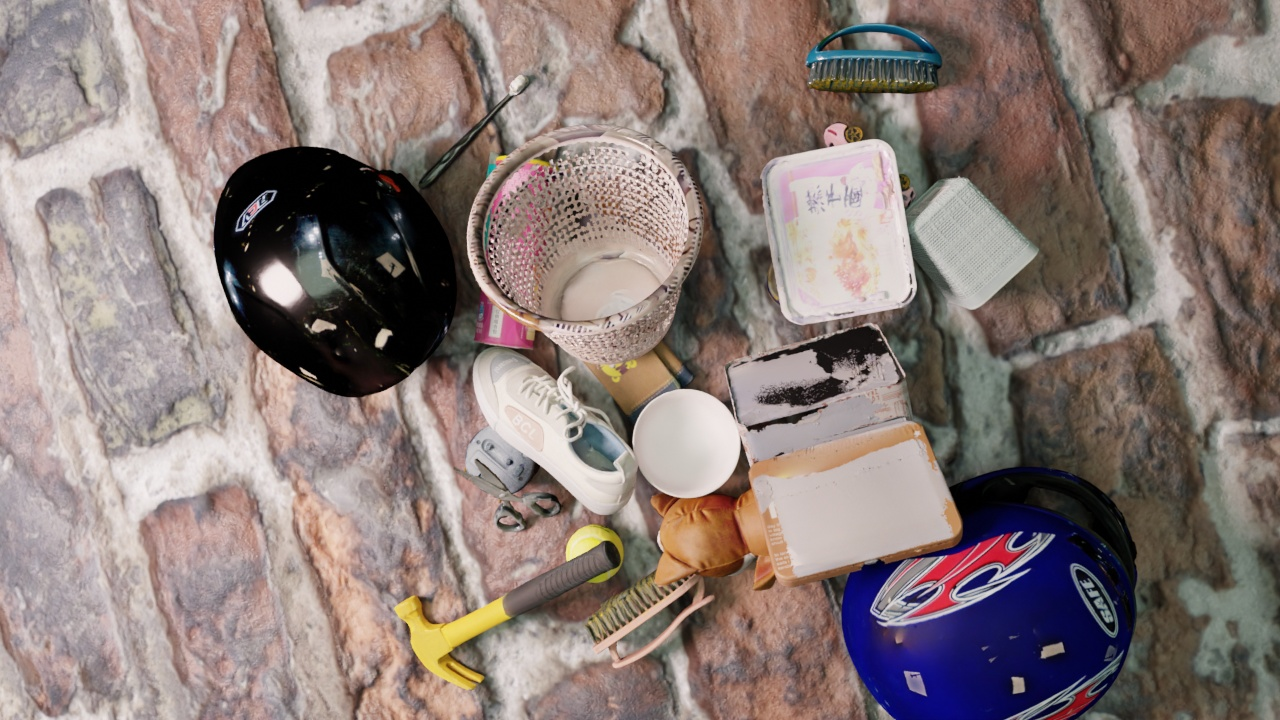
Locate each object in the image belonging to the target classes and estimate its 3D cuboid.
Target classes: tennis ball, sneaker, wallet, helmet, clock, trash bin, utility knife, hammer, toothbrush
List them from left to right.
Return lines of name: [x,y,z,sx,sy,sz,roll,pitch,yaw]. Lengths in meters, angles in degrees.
helmet: [-0.324,-0.091,0.988,0.233,0.230,0.274,-41,125,7]
toothbrush: [-0.196,-0.266,1.071,0.181,0.018,0.015,-44,89,8]
utility knife: [-0.171,-0.167,1.073,0.029,0.013,0.151,7,95,10]
hammer: [-0.147,0.278,1.040,0.301,0.032,0.129,-32,88,24]
clock: [-0.147,0.103,1.059,0.082,0.055,0.122,40,95,5]
sneaker: [-0.095,0.059,0.997,0.242,0.091,0.089,43,54,18]
tennis ball: [-0.052,0.220,1.045,0.065,0.065,0.065,0,92,7]
trash bin: [-0.043,-0.096,0.950,0.227,0.192,0.227,-3,68,6]
wallet: [-0.006,0.006,1.050,0.090,0.033,0.115,-40,83,8]
helmet: [0.358,0.242,0.908,0.316,0.240,0.247,-33,89,7]

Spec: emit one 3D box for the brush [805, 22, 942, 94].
brush: [0.251,-0.326,0.990,0.144,0.055,0.073,3,93,8]

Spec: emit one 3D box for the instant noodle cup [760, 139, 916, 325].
instant noodle cup: [0.202,-0.130,0.951,0.138,0.060,0.173,-10,90,8]

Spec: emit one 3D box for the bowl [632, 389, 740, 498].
bowl: [0.047,0.094,1.022,0.118,0.065,0.118,1,80,-7]

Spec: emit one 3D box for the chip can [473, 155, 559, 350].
chip can: [-0.142,-0.120,1.042,0.071,0.071,0.210,9,94,7]

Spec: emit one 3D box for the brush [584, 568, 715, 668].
brush: [0.011,0.285,1.042,0.146,0.063,0.073,-35,83,5]

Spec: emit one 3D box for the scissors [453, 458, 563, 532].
scissors: [-0.155,0.153,1.019,0.157,0.168,0.014,-52,45,39]

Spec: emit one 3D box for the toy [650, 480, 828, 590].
toy: [0.109,0.187,1.003,0.200,0.140,0.131,-10,128,6]

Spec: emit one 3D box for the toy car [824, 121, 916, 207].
toy car: [0.246,-0.209,0.995,0.122,0.056,0.037,45,93,4]

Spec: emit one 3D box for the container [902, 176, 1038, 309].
container: [0.333,-0.126,0.960,0.090,0.090,0.111,-44,97,7]

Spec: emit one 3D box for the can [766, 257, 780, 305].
can: [0.198,-0.121,1.008,0.074,0.049,0.148,41,97,5]

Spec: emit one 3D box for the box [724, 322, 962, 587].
box: [0.193,0.087,0.917,0.179,0.260,0.105,-16,121,8]
